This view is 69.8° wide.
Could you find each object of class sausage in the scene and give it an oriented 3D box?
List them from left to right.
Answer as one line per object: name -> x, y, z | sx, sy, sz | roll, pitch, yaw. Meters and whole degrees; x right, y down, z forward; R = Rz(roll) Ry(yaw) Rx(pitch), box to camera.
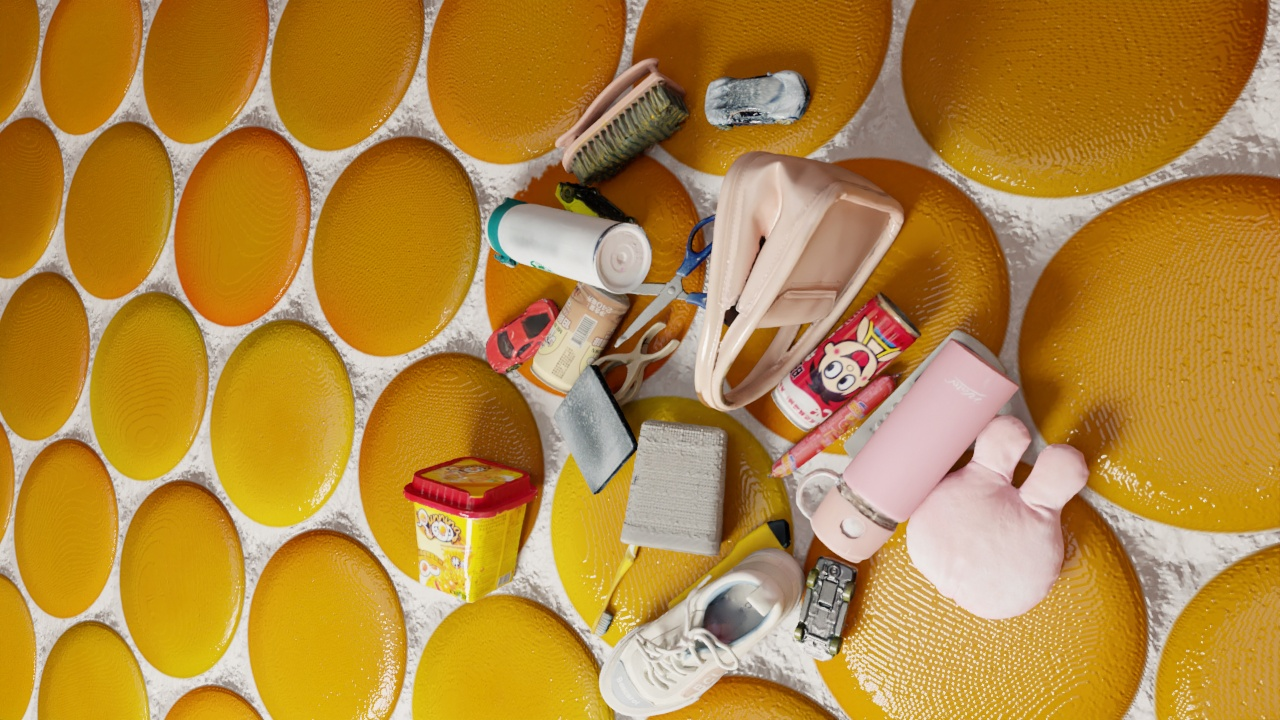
sausage -> 0.175, 0.062, 0.836 | 0.156, 0.020, 0.020 | -43, 68, 19

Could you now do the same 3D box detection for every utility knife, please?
utility knife -> 0.085, 0.200, 0.877 | 0.154, 0.015, 0.033 | -42, 62, 21

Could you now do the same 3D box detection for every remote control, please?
remote control -> 0.245, 0.043, 0.797 | 0.058, 0.021, 0.150 | 47, 109, 23

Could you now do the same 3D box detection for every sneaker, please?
sneaker -> 0.046, 0.265, 0.840 | 0.243, 0.090, 0.089 | -43, 80, 22

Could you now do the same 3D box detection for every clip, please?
clip -> -0.002, 0.016, 0.930 | 0.105, 0.034, 0.084 | -23, 72, 17

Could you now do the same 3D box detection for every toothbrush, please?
toothbrush -> -0.007, 0.198, 0.927 | 0.018, 0.016, 0.191 | 28, 100, 16

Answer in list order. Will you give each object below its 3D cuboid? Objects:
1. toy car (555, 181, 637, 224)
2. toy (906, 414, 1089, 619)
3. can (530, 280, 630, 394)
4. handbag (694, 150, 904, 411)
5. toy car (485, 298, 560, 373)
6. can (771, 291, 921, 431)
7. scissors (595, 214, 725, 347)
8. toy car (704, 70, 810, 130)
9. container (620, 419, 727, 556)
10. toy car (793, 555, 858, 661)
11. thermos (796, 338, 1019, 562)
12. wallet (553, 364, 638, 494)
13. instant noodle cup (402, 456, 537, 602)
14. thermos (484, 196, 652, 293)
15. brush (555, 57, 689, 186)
toy car -> -0.047, -0.152, 0.957 | 0.105, 0.048, 0.032 | 40, 118, 25
toy -> 0.291, 0.128, 0.746 | 0.121, 0.054, 0.160 | 33, 105, 25
can -> -0.062, -0.027, 0.950 | 0.058, 0.058, 0.116 | 38, 104, 26
handbag -> 0.119, -0.056, 0.790 | 0.093, 0.193, 0.234 | 32, 111, 29
toy car -> -0.129, -0.025, 1.003 | 0.106, 0.031, 0.049 | -31, 71, 25
can -> 0.181, 0.003, 0.817 | 0.133, 0.053, 0.053 | -44, 68, 19
scissors -> 0.044, -0.073, 0.895 | 0.162, 0.012, 0.175 | 27, 83, 12
toy car -> 0.111, -0.253, 0.888 | 0.106, 0.031, 0.049 | 3, 88, 28
container -> 0.037, 0.116, 0.860 | 0.090, 0.090, 0.114 | 7, 86, 7
toy car -> 0.167, 0.222, 0.818 | 0.042, 0.035, 0.090 | 16, 94, 30
thermos -> 0.213, 0.072, 0.761 | 0.087, 0.067, 0.199 | 40, 107, 12
wallet -> -0.046, 0.071, 0.925 | 0.097, 0.019, 0.121 | 61, 147, 18
instant noodle cup -> -0.182, 0.179, 0.977 | 0.116, 0.115, 0.124 | 12, 103, 28
thermos -> -0.084, -0.118, 0.931 | 0.224, 0.073, 0.073 | 21, 97, 49
brush -> -0.024, -0.242, 0.944 | 0.146, 0.063, 0.073 | -34, 75, 24
